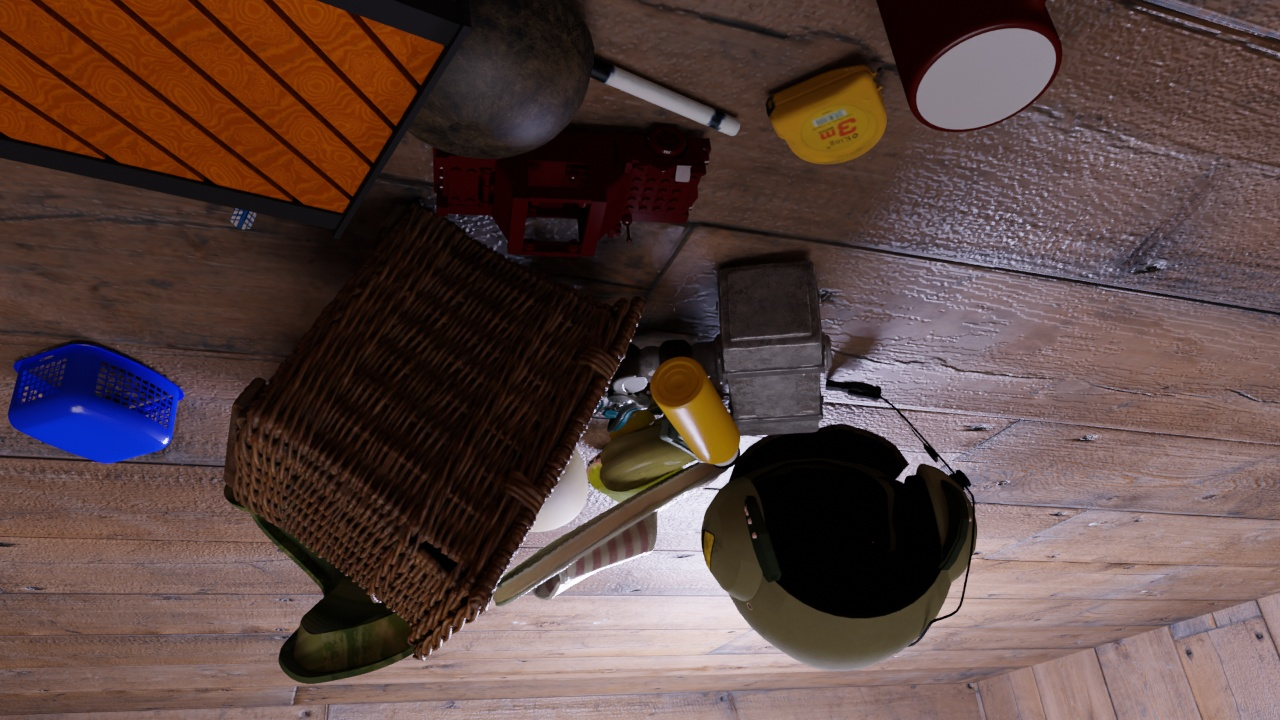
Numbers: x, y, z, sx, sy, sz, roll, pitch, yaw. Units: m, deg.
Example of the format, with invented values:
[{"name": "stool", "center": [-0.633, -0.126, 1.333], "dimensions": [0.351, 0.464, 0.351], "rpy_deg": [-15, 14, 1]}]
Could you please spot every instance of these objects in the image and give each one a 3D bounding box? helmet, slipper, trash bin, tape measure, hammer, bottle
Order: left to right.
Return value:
[{"name": "trash bin", "center": [-0.179, -0.160, 0.352], "dimensions": [0.171, 0.139, 0.140], "rpy_deg": [9, 149, -35]}, {"name": "helmet", "center": [-0.219, 0.122, 0.785], "dimensions": [0.243, 0.247, 0.213], "rpy_deg": [-13, 114, -12]}, {"name": "slipper", "center": [-0.019, 0.163, 0.856], "dimensions": [0.262, 0.052, 0.115], "rpy_deg": [-27, 174, -28]}, {"name": "hammer", "center": [-0.004, 0.005, 0.780], "dimensions": [0.326, 0.079, 0.177], "rpy_deg": [-4, 152, 8]}, {"name": "slipper", "center": [0.028, 0.067, 0.894], "dimensions": [0.092, 0.081, 0.190], "rpy_deg": [-29, 170, 34]}, {"name": "bottle", "center": [0.050, 0.048, 0.732], "dimensions": [0.043, 0.043, 0.144], "rpy_deg": [-14, 149, 14]}, {"name": "helmet", "center": [0.179, 0.160, 0.877], "dimensions": [0.250, 0.255, 0.233], "rpy_deg": [-4, 148, -3]}, {"name": "tape measure", "center": [0.119, -0.149, 0.557], "dimensions": [0.068, 0.030, 0.059], "rpy_deg": [-17, 150, 25]}]

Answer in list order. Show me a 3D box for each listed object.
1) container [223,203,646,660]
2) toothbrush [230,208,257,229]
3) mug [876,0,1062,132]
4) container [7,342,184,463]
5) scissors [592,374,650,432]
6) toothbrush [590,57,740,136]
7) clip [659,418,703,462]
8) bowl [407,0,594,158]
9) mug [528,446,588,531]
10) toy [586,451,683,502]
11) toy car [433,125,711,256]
[{"name": "container", "center": [-0.141, 0.033, 0.616], "dimensions": [0.183, 0.249, 0.163], "rpy_deg": [32, 143, -7]}, {"name": "toothbrush", "center": [-0.218, -0.129, 0.548], "dimensions": [0.014, 0.014, 0.168], "rpy_deg": [24, 142, -25]}, {"name": "mug", "center": [0.171, -0.180, 0.455], "dimensions": [0.073, 0.082, 0.106], "rpy_deg": [8, 149, -24]}, {"name": "container", "center": [-0.456, 0.041, 0.770], "dimensions": [0.096, 0.058, 0.114], "rpy_deg": [-14, 150, 15]}, {"name": "scissors", "center": [-0.018, 0.036, 0.742], "dimensions": [0.133, 0.019, 0.146], "rpy_deg": [-6, 155, 32]}, {"name": "toothbrush", "center": [-0.019, -0.163, 0.527], "dimensions": [0.186, 0.012, 0.017], "rpy_deg": [13, 159, -31]}, {"name": "clip", "center": [0.048, 0.071, 0.808], "dimensions": [0.044, 0.023, 0.076], "rpy_deg": [-6, 154, 36]}, {"name": "bowl", "center": [-0.086, -0.142, 0.480], "dimensions": [0.121, 0.056, 0.121], "rpy_deg": [2, 160, 1]}, {"name": "mug", "center": [-0.119, 0.109, 0.916], "dimensions": [0.120, 0.096, 0.100], "rpy_deg": [-12, 141, 3]}, {"name": "toy", "center": [-0.008, 0.130, 1.024], "dimensions": [0.110, 0.051, 0.090], "rpy_deg": [23, 138, -37]}, {"name": "toy car", "center": [-0.042, -0.107, 0.571], "dimensions": [0.169, 0.061, 0.070], "rpy_deg": [1, 151, -12]}]
